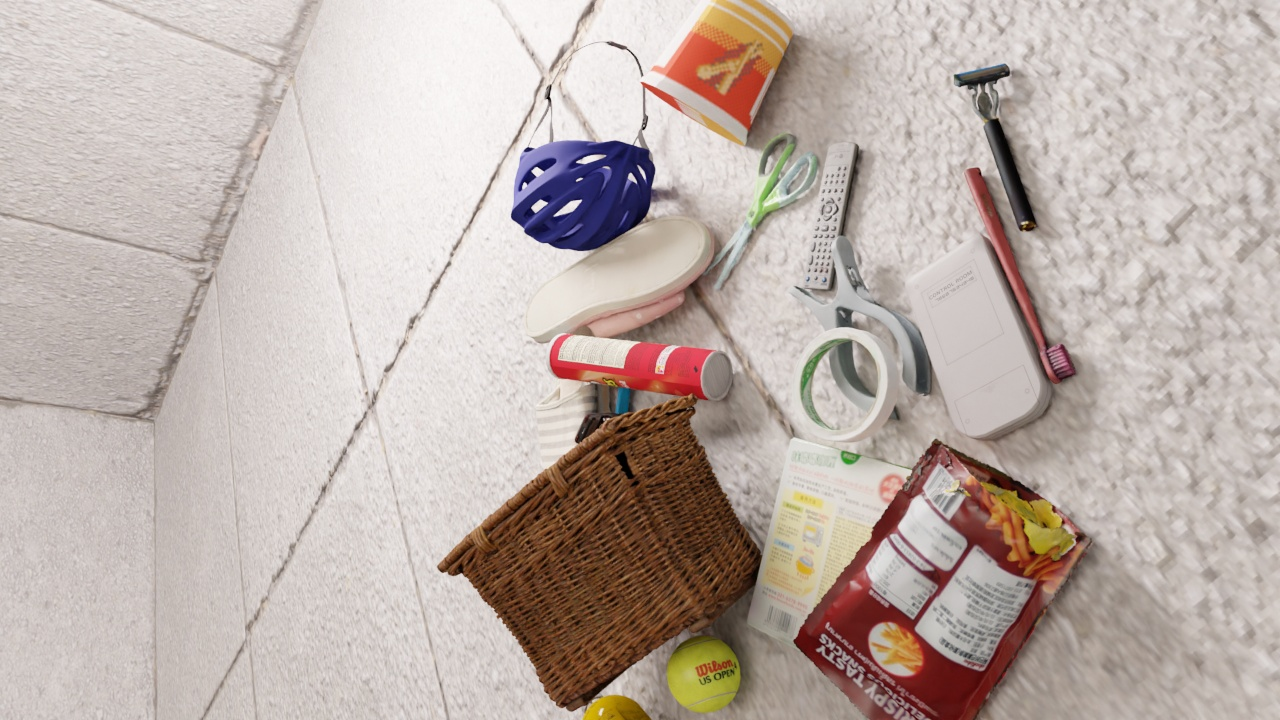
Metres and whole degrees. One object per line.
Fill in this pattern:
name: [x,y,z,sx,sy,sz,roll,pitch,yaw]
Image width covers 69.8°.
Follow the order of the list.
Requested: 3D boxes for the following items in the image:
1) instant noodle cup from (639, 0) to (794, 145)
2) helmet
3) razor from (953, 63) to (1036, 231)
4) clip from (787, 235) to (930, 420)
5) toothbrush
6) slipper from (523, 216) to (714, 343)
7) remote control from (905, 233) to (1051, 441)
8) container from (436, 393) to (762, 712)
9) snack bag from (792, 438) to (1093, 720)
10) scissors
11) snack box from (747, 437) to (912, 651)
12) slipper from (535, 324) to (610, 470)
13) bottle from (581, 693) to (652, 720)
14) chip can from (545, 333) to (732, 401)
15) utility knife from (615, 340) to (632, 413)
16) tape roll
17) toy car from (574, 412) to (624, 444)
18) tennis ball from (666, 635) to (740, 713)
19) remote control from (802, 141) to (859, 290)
instant noodle cup: [0.083,-0.303,0.925,0.121,0.123,0.123,-59,40,10]
helmet: [-0.064,-0.241,1.062,0.242,0.147,0.227,-7,76,61]
razor: [0.277,-0.162,0.706,0.043,0.022,0.144,-11,70,8]
clip: [0.194,-0.037,0.760,0.115,0.028,0.163,-49,50,30]
toothbrush: [0.278,-0.069,0.678,0.017,0.016,0.189,-34,54,36]
slipper: [-0.024,-0.081,1.031,0.275,0.054,0.114,-18,52,37]
remote control: [0.253,-0.016,0.690,0.074,0.019,0.150,-38,51,40]
container: [-0.024,0.180,0.838,0.251,0.161,0.183,-41,77,29]
snack bag: [0.204,0.172,0.647,0.139,0.066,0.208,36,110,27]
scissors: [0.111,-0.149,0.924,0.175,0.032,0.092,-48,48,27]
snack box: [0.159,0.158,0.751,0.132,0.027,0.168,13,89,52]
slipper: [-0.078,0.047,1.076,0.115,0.054,0.272,-27,57,50]
bottle: [-0.005,0.372,0.863,0.164,0.071,0.071,32,104,52]
chip can: [-0.006,0.005,0.956,0.215,0.051,0.051,7,85,40]
utility knife: [-0.022,0.065,1.019,0.015,0.031,0.185,5,78,17]
tape roll: [0.165,0.020,0.747,0.094,0.018,0.093,-11,75,47]
toy car: [-0.031,0.074,0.968,0.037,0.092,0.040,38,109,38]
tennis ball: [0.056,0.278,0.815,0.065,0.065,0.065,-20,63,48]
remote control: [0.173,-0.131,0.834,0.033,0.013,0.136,10,88,51]
